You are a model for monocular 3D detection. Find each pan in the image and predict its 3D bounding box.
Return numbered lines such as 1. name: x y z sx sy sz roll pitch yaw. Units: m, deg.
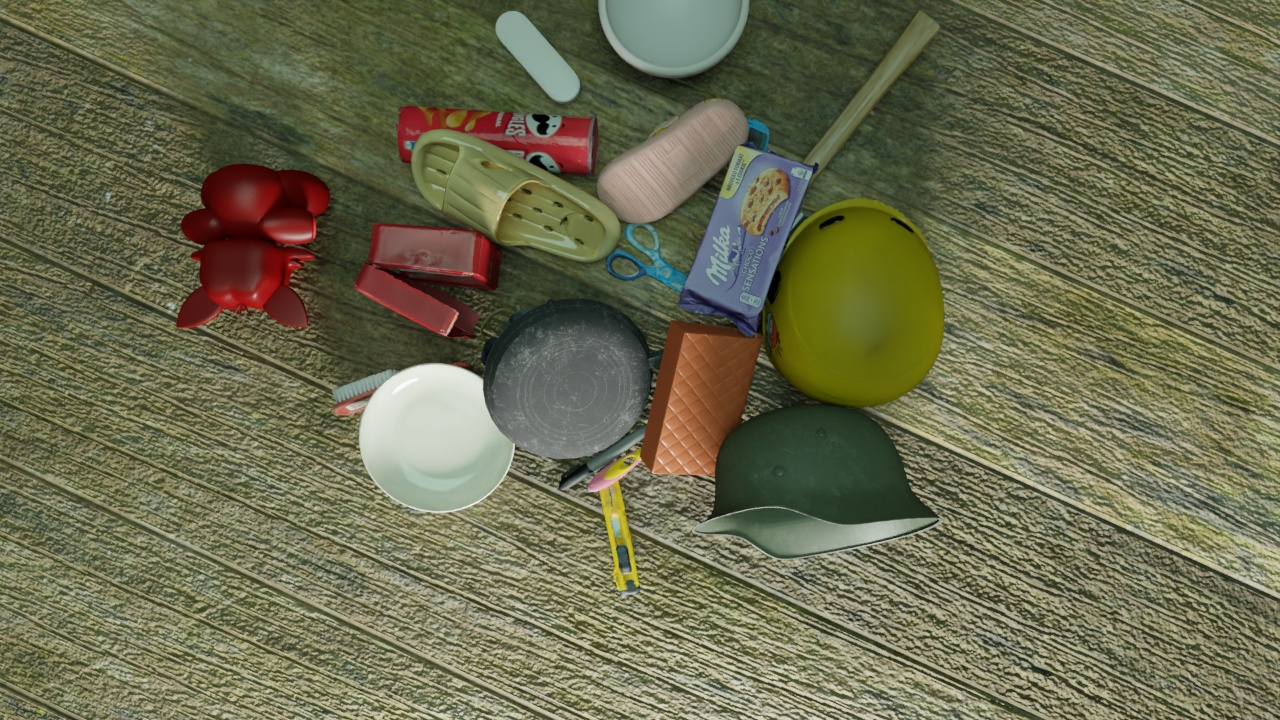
1. pan: -0.006 0.007 1.074 0.356 0.040 0.208 -17 116 -8

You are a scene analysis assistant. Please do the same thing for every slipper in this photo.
1. slipper: -0.151 -0.174 1.069 0.261 0.079 0.112 21 130 -8
2. slipper: 0.039 -0.241 1.091 0.198 0.081 0.093 -30 118 19

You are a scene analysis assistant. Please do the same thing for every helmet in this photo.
1. helmet: 0.182 0.129 1.026 0.267 0.227 0.153 -6 70 -11
2. helmet: 0.245 -0.053 1.024 0.209 0.139 0.240 2 108 1

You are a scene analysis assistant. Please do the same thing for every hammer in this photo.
1. hammer: 0.244 -0.280 1.098 0.117 0.051 0.323 39 90 2

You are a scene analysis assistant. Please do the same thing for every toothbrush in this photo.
1. toothbrush: -0.007 0.117 1.109 0.135 0.016 0.021 -35 82 -3

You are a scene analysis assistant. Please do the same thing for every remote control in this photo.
1. remote control: -0.126 -0.372 1.127 0.043 0.013 0.136 -41 88 0

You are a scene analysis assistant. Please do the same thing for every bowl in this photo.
1. bowl: 0.039 -0.419 1.098 0.176 0.066 0.176 0 89 1

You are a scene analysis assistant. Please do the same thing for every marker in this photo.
1. marker: -0.043 0.115 1.116 0.138 0.016 0.022 -35 65 0

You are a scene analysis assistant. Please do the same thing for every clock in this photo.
1. clock: -0.137 -0.009 1.103 0.129 0.052 0.090 42 90 6

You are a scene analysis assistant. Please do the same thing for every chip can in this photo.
1. chip can: -0.170 -0.264 1.097 0.233 0.073 0.073 4 89 2

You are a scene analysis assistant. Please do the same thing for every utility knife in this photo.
1. utility knife: -0.028 0.210 1.113 0.030 0.017 0.155 -11 85 -8

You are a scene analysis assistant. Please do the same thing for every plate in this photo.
1. plate: -0.241 0.090 1.098 0.182 0.034 0.182 -1 101 -3

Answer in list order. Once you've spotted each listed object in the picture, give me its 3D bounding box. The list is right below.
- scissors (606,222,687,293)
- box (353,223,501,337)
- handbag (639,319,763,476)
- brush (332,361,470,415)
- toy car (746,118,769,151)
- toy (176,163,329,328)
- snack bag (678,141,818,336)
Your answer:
1. scissors: 0.022 -0.104 1.121 0.140 0.015 0.083 40 88 0
2. box: -0.237 -0.105 1.054 0.136 0.157 0.122 23 92 0
3. handbag: 0.071 0.044 1.066 0.108 0.060 0.172 6 108 -21
4. brush: -0.291 0.024 1.114 0.172 0.041 0.030 -19 73 -1
5. toy car: 0.103 -0.275 1.111 0.105 0.032 0.048 14 90 3
6. toy: -0.456 -0.133 1.079 0.158 0.120 0.197 0 79 -1
7. snack bag: 0.122 -0.139 1.043 0.096 0.058 0.205 22 91 9
